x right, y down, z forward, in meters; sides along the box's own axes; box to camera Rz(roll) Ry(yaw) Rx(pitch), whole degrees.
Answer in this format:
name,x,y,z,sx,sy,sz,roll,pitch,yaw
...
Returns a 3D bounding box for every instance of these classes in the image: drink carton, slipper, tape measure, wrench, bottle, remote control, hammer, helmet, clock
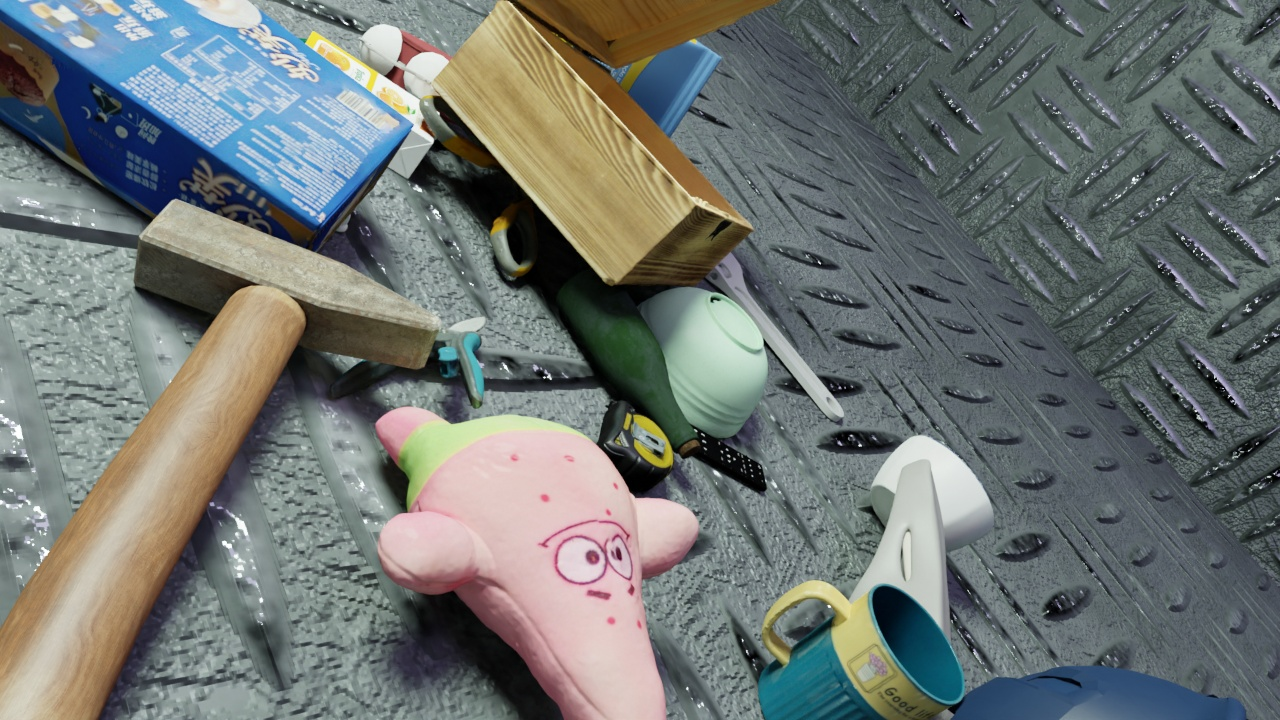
name,x,y,z,sx,sy,sz,roll,pitch,yaw
drink carton,-0.223,-0.204,0.742,0.122,0.040,0.058,30,30,-26
slipper,0.205,0.193,0.738,0.265,0.081,0.113,-77,155,-42
tape measure,-0.003,0.065,0.677,0.061,0.034,0.061,38,28,-16
wrench,0.144,-0.042,1.051,0.273,0.018,0.086,52,26,11
bottle,-0.004,0.004,0.734,0.055,0.055,0.174,2,48,-53
remote control,0.053,0.071,0.772,0.140,0.009,0.030,31,30,-25
hammer,-0.198,0.043,0.413,0.158,0.037,0.300,21,37,-13
helmet,0.258,0.283,0.515,0.223,0.232,0.272,25,-12,26
clock,-0.191,-0.254,0.817,0.096,0.048,0.137,34,14,14

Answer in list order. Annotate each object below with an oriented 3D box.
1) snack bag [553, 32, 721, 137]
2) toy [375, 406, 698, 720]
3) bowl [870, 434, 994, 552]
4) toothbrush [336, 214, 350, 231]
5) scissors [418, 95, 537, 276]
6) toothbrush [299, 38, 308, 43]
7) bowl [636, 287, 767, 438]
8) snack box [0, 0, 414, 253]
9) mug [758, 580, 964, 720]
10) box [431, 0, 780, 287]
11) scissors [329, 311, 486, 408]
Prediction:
name,x,y,z,sx,sy,sz,roll,pitch,yaw
snack bag,-0.036,-0.330,1.028,0.205,0.159,0.102,29,29,-14
toy,-0.049,0.105,0.482,0.191,0.097,0.236,2,42,-41
bowl,0.273,0.136,0.883,0.116,0.065,0.116,53,-15,21
toothbrush,-0.253,-0.166,0.673,0.012,0.017,0.186,-1,52,-53
scissors,-0.111,-0.146,0.811,0.225,0.016,0.216,25,43,-59
toothbrush,-0.314,-0.241,0.696,0.017,0.016,0.189,52,28,6
bowl,0.060,-0.011,0.825,0.151,0.077,0.150,34,28,-22
snack box,-0.265,-0.156,0.564,0.202,0.069,0.154,35,36,-15
mug,0.129,0.196,0.595,0.113,0.107,0.083,44,29,-2
box,0.030,-0.272,0.809,0.284,0.324,0.278,47,16,8
scissors,-0.138,-0.002,0.578,0.124,0.019,0.154,-9,26,-27
